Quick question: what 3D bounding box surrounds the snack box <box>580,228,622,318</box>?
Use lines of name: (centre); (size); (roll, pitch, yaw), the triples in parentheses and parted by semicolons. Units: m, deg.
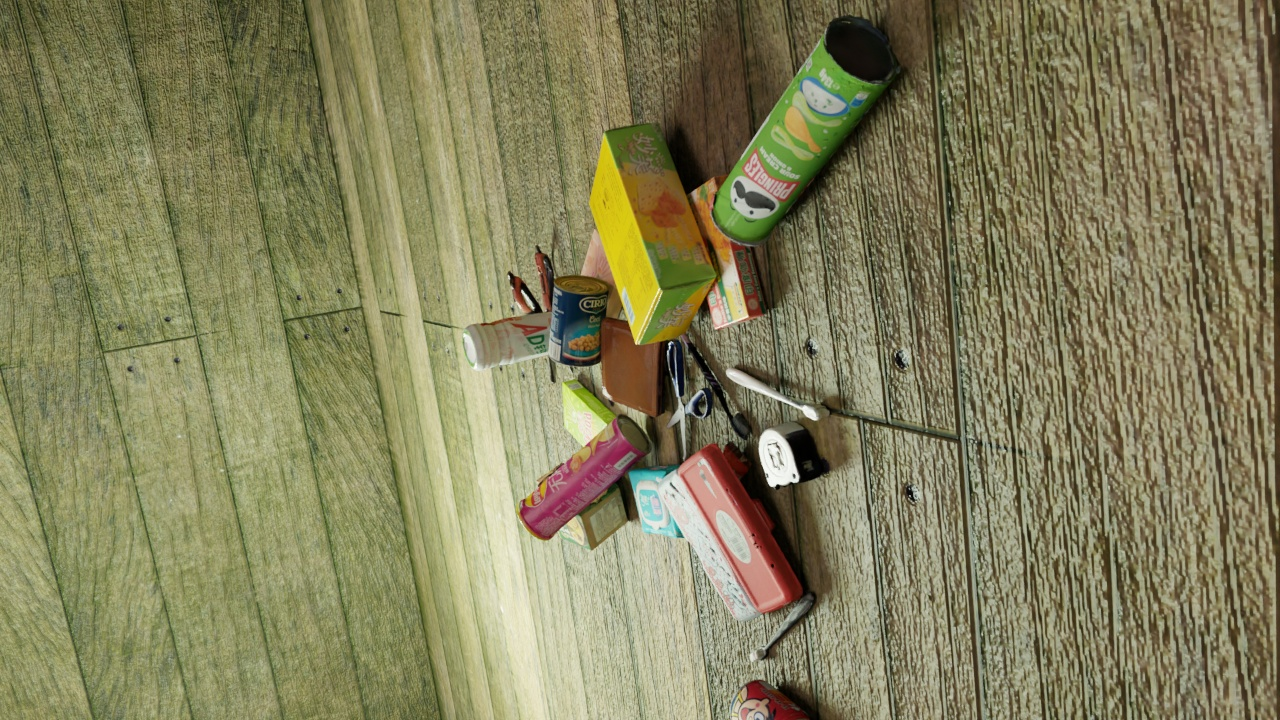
snack box: (-0.054, -0.105, 1.301); (0.084, 0.026, 0.158); (61, 149, 28)

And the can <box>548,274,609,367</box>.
can: (-0.085, -0.053, 1.255); (0.075, 0.075, 0.111); (38, 128, 52)

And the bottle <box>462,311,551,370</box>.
bottle: (-0.159, -0.035, 1.347); (0.068, 0.196, 0.068); (35, 131, 53)

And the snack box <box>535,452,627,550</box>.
snack box: (-0.086, 0.226, 1.418); (0.106, 0.118, 0.118); (29, 143, 42)

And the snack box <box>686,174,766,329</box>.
snack box: (0.091, -0.117, 1.007); (0.077, 0.027, 0.155); (-20, 84, 65)

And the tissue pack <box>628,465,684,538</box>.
tissue pack: (0.033, 0.189, 1.237); (0.134, 0.050, 0.093); (-15, 89, 64)

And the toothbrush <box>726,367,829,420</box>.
toothbrush: (0.143, 0.033, 0.991); (0.180, 0.016, 0.016); (27, 123, 60)

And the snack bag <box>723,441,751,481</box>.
snack bag: (0.105, 0.147, 1.102); (0.048, 0.026, 0.104); (52, 145, 39)

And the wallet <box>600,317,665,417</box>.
wallet: (-0.007, 0.007, 1.230); (0.101, 0.032, 0.125); (19, 119, 38)

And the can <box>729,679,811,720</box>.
can: (0.157, 0.428, 1.082); (0.094, 0.066, 0.066); (20, 119, 59)

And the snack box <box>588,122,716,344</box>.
snack box: (0.008, -0.145, 1.073); (0.158, 0.070, 0.210); (114, 141, -66)

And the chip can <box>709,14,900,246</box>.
chip can: (0.139, -0.197, 0.827); (0.072, 0.072, 0.237); (67, 152, 19)

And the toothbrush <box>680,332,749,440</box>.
toothbrush: (0.083, 0.018, 1.101); (0.189, 0.014, 0.017); (61, 142, 30)

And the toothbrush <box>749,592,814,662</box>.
toothbrush: (0.165, 0.314, 1.074); (0.015, 0.018, 0.182); (64, 150, 31)

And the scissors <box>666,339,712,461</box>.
scissors: (0.055, 0.053, 1.162); (0.162, 0.012, 0.174); (180, 78, -69)

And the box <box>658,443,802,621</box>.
box: (0.098, 0.210, 1.088); (0.201, 0.039, 0.159); (59, 142, 12)

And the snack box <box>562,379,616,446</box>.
snack box: (-0.078, 0.099, 1.443); (0.156, 0.026, 0.086); (39, 136, 51)

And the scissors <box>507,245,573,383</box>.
scissors: (-0.149, -0.075, 1.438); (0.188, 0.015, 0.225); (-82, -28, -43)

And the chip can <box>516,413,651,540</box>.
chip can: (-0.081, 0.167, 1.307); (0.211, 0.071, 0.071); (-42, 56, 18)

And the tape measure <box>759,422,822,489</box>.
tape measure: (0.155, 0.100, 0.973); (0.066, 0.033, 0.066); (-33, 73, 61)
